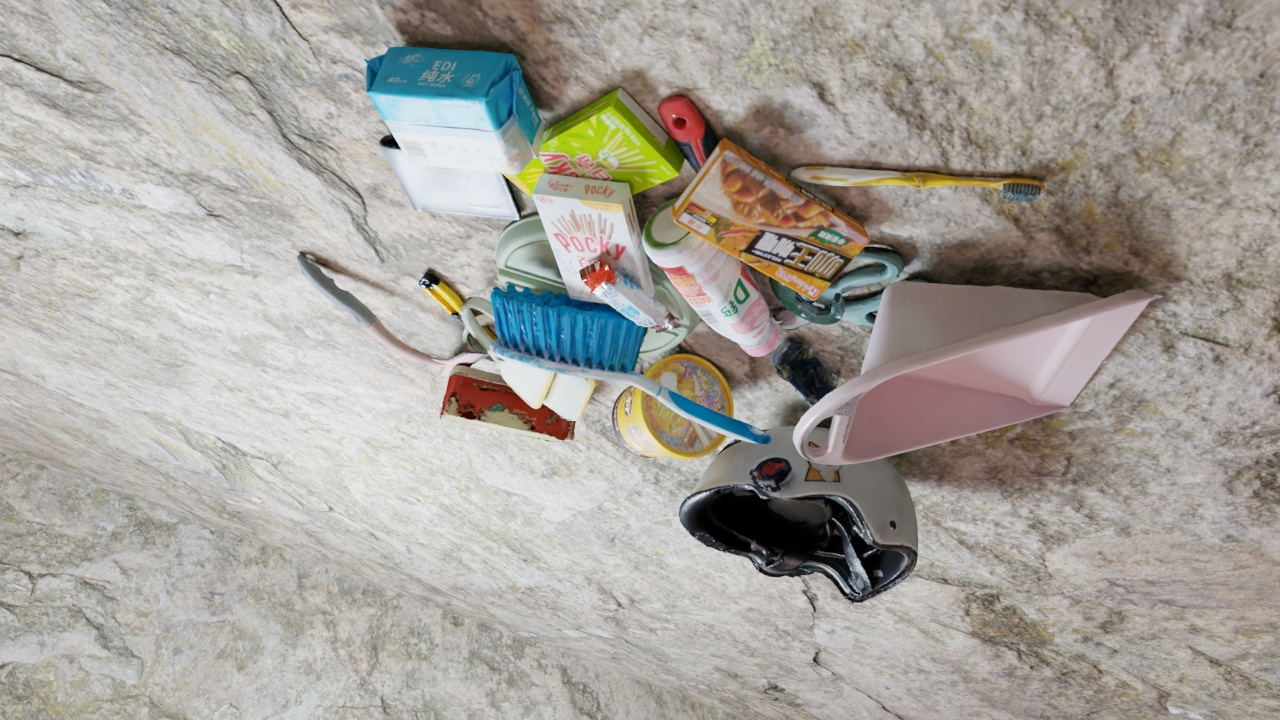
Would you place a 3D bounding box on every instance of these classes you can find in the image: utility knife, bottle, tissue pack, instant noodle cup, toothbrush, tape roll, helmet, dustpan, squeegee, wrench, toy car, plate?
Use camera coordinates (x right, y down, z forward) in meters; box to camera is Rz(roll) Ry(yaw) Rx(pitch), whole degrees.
[{"bbox_3d":[-0.206,-0.044,1.120,0.033,0.015,0.195,0,147,34],"label":"utility knife"},{"bbox_3d":[0.076,-0.070,0.863,0.068,0.068,0.197,-3,148,34],"label":"bottle"},{"bbox_3d":[-0.152,-0.209,0.756,0.140,0.063,0.090,9,151,19],"label":"tissue pack"},{"bbox_3d":[0.031,0.061,1.069,0.118,0.118,0.115,28,158,-17],"label":"instant noodle cup"},{"bbox_3d":[0.210,-0.137,0.713,0.191,0.018,0.016,8,148,20],"label":"toothbrush"},{"bbox_3d":[-0.172,-0.026,1.114,0.086,0.013,0.086,4,146,2],"label":"tape roll"},{"bbox_3d":[0.199,0.161,1.092,0.274,0.156,0.230,13,147,18],"label":"helmet"},{"bbox_3d":[0.283,0.036,0.822,0.274,0.138,0.223,8,153,13],"label":"dustpan"},{"bbox_3d":[-0.322,-0.047,1.133,0.249,0.040,0.248,35,164,-12],"label":"squeegee"},{"bbox_3d":[0.097,-0.120,0.795,0.056,0.016,0.273,-10,135,41],"label":"wrench"},{"bbox_3d":[0.173,0.015,0.974,0.090,0.043,0.034,41,172,-30],"label":"toy car"},{"bbox_3d":[-0.049,-0.071,0.971,0.230,0.027,0.231,15,151,8],"label":"plate"}]

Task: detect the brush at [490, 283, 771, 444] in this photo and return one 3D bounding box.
[{"bbox_3d":[-0.006,0.006,0.945,0.314,0.060,0.109,12,108,-2],"label":"brush"}]

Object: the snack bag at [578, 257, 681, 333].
[{"bbox_3d":[-0.010,-0.058,0.858,0.104,0.026,0.048,32,155,-26],"label":"snack bag"}]

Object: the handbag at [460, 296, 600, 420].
[{"bbox_3d":[-0.129,-0.006,1.049,0.179,0.063,0.164,26,154,-2],"label":"handbag"}]

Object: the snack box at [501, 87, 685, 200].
[{"bbox_3d":[-0.045,-0.172,0.796,0.157,0.026,0.085,-13,137,45],"label":"snack box"}]

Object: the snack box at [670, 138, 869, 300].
[{"bbox_3d":[0.108,-0.114,0.763,0.153,0.026,0.075,26,121,-22],"label":"snack box"}]

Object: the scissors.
[{"bbox_3d":[0.207,-0.048,0.872,0.132,0.019,0.186,24,152,-10],"label":"scissors"}]

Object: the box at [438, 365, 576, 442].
[{"bbox_3d":[-0.167,0.066,1.173,0.168,0.080,0.091,14,169,-16],"label":"box"}]

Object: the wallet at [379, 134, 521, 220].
[{"bbox_3d":[-0.180,-0.173,0.883,0.121,0.019,0.097,9,152,15],"label":"wallet"}]

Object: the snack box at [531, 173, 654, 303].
[{"bbox_3d":[-0.040,-0.106,0.849,0.085,0.026,0.157,10,150,16],"label":"snack box"}]
